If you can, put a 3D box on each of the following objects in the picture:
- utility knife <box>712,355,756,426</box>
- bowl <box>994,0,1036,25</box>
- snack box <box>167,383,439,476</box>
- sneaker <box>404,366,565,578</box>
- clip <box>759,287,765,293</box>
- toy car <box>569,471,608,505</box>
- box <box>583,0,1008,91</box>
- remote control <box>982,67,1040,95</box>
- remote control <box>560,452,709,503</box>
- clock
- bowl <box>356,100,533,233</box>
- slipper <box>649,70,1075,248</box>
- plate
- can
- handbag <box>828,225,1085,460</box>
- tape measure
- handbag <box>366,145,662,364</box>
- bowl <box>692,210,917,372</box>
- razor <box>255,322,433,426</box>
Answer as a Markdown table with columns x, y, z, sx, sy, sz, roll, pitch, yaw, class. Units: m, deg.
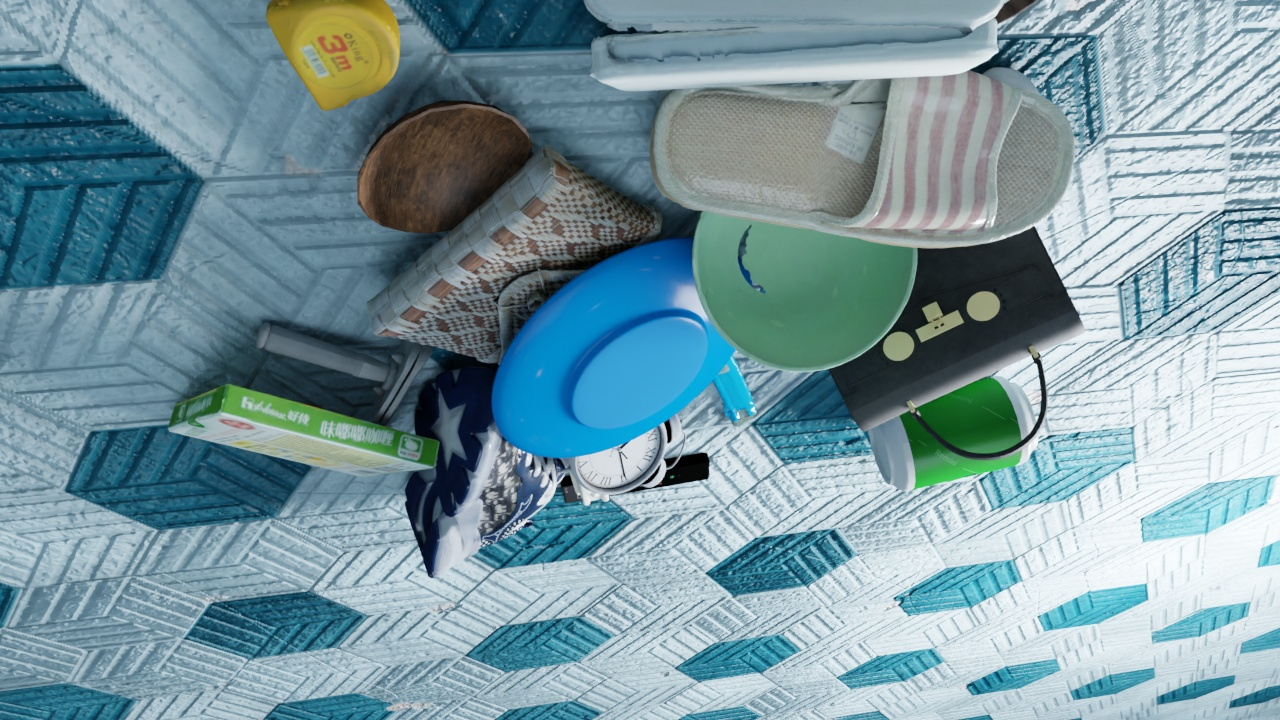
| x | y | z | sx | sy | sz | roll | pitch | yaw | class |
| --- | --- | --- | --- | --- | --- | --- | --- | --- | --- |
| 0.065 | 0.001 | 0.791 | 0.031 | 0.015 | 0.220 | -24 | 140 | 8 | utility knife |
| 0.182 | -0.237 | 0.496 | 0.119 | 0.032 | 0.119 | -8 | 143 | -6 | bowl |
| -0.264 | 0.059 | 0.722 | 0.168 | 0.027 | 0.132 | 21 | 158 | -37 | snack box |
| -0.123 | 0.092 | 0.808 | 0.132 | 0.103 | 0.270 | -10 | 146 | -28 | sneaker |
| 0.139 | -0.063 | 0.690 | 0.120 | 0.122 | 0.033 | 2 | 159 | 38 | clip |
| -0.049 | 0.094 | 0.853 | 0.039 | 0.039 | 0.113 | -11 | 140 | -3 | toy car |
| 0.080 | -0.198 | 0.481 | 0.210 | 0.105 | 0.129 | 5 | 102 | 7 | box |
| 0.220 | -0.147 | 0.627 | 0.060 | 0.028 | 0.115 | 11 | 137 | -26 | remote control |
| -0.005 | 0.119 | 0.923 | 0.150 | 0.013 | 0.034 | -9 | 143 | -4 | remote control |
| -0.013 | 0.074 | 0.814 | 0.122 | 0.035 | 0.095 | 10 | 111 | -29 | clock |
| -0.122 | -0.123 | 0.560 | 0.101 | 0.026 | 0.114 | 3 | 146 | -42 | bowl |
| 0.138 | -0.129 | 0.556 | 0.263 | 0.115 | 0.052 | 3 | -174 | -3 | slipper |
| -0.004 | 0.004 | 0.694 | 0.224 | 0.024 | 0.225 | -23 | 145 | -18 | plate |
| 0.299 | 0.070 | 0.884 | 0.140 | 0.087 | 0.088 | -14 | 143 | 2 | can |
| 0.223 | -0.013 | 0.663 | 0.176 | 0.195 | 0.072 | -28 | 141 | 19 | handbag |
| -0.159 | -0.172 | 0.487 | 0.059 | 0.030 | 0.068 | -16 | 145 | 5 | tape measure |
| -0.083 | -0.059 | 0.629 | 0.186 | 0.047 | 0.124 | -35 | 149 | 25 | handbag |
| 0.104 | -0.072 | 0.629 | 0.151 | 0.077 | 0.151 | -1 | 99 | -6 | bowl |
| -0.227 | -0.002 | 0.687 | 0.116 | 0.047 | 0.088 | 20 | 133 | -25 | razor |
